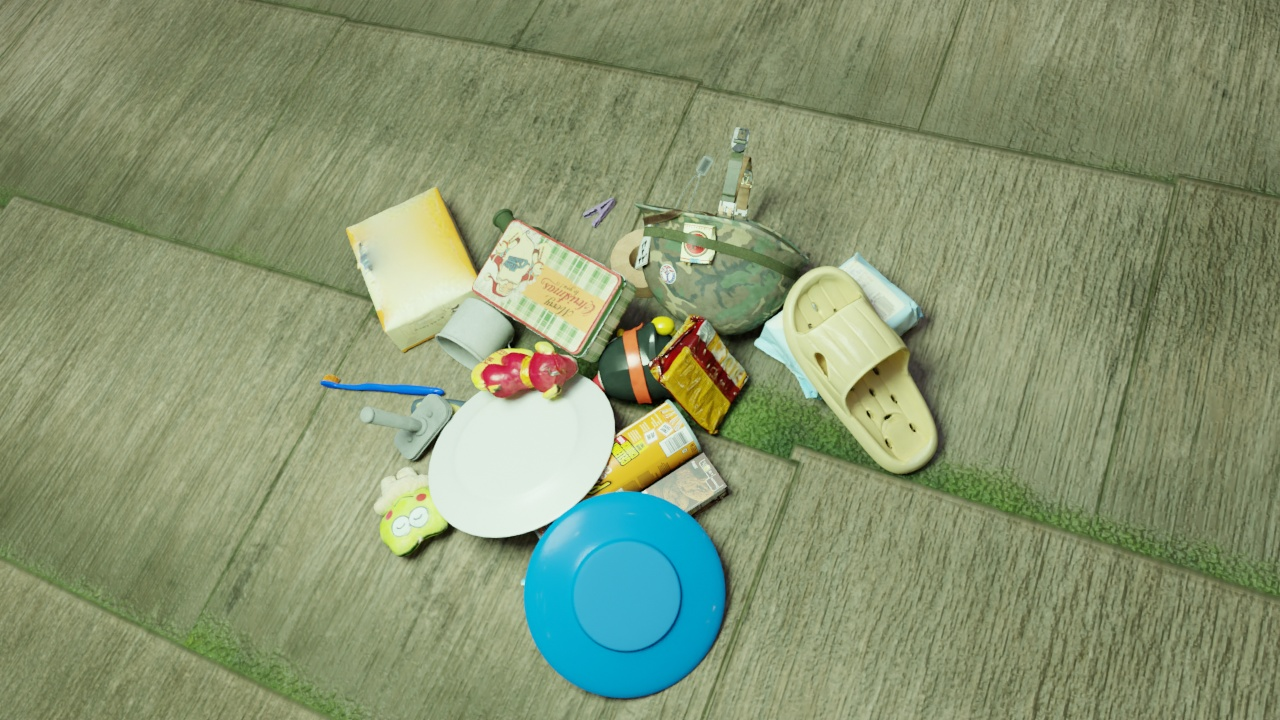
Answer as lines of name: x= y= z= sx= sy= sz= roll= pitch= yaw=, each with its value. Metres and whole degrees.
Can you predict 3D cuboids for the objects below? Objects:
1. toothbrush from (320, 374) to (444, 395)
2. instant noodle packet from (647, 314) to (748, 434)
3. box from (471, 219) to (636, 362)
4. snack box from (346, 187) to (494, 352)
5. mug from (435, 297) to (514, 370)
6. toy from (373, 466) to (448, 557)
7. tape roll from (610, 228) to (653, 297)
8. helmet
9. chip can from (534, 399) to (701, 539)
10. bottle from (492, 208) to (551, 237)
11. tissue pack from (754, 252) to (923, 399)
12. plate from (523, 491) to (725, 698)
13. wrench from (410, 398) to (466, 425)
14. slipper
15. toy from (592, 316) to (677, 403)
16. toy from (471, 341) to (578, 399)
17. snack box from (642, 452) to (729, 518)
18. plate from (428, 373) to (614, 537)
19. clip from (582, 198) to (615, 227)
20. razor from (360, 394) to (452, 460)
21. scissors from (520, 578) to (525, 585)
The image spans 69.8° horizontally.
toothbrush: x=-0.350 y=0.034 z=1.240 sx=0.183 sy=0.016 sz=0.018 roll=3 pitch=60 yaw=13
instant noodle packet: x=0.073 y=0.016 z=1.105 sx=0.040 sy=0.135 sz=0.098 roll=11 pitch=62 yaw=46
box: x=-0.111 y=-0.090 z=1.151 sx=0.205 sy=0.050 sz=0.118 roll=33 pitch=95 yaw=31
snack box: x=-0.312 y=-0.132 z=1.277 sx=0.145 sy=0.081 sz=0.195 roll=-26 pitch=62 yaw=-3
mug: x=-0.205 y=-0.024 z=1.210 sx=0.113 sy=0.084 sz=0.070 roll=36 pitch=71 yaw=-6
toy: x=-0.288 y=0.183 z=1.140 sx=0.092 sy=0.046 sz=0.115 roll=-33 pitch=55 yaw=-2
tape roll: x=0.008 y=-0.132 z=1.244 sx=0.094 sy=0.027 sz=0.093 roll=-5 pitch=64 yaw=9
helmet: x=0.098 y=-0.156 z=1.134 sx=0.224 sy=0.192 sz=0.236 roll=32 pitch=104 yaw=5
chip can: x=-0.037 y=0.136 z=1.095 sx=0.215 sy=0.075 sz=0.075 roll=-32 pitch=63 yaw=-6
bottle: x=-0.137 y=-0.131 z=1.248 sx=0.071 sy=0.071 sz=0.206 roll=-36 pitch=63 yaw=-7
tissue pack: x=0.242 y=-0.039 z=1.130 sx=0.182 sy=0.070 sz=0.112 roll=-38 pitch=64 yaw=-5
plate: x=-0.016 y=0.258 z=1.010 sx=0.224 sy=0.024 sz=0.224 roll=1 pitch=83 yaw=-5
wrench: x=-0.169 y=0.076 z=1.180 sx=0.273 sy=0.022 sz=0.073 roll=7 pitch=68 yaw=14
slipper: x=0.255 y=0.014 z=1.040 sx=0.111 sy=0.079 sz=0.261 roll=-32 pitch=92 yaw=-3
toy: x=-0.007 y=0.007 z=1.141 sx=0.119 sy=0.097 sz=0.099 roll=-12 pitch=79 yaw=4
toy: x=-0.150 y=0.014 z=1.127 sx=0.138 sy=0.067 sz=0.105 roll=0 pitch=28 yaw=31
snack box: x=0.031 y=0.172 z=1.088 sx=0.141 sy=0.032 sz=0.051 roll=-32 pitch=63 yaw=-5
plate: x=-0.148 y=0.102 z=1.106 sx=0.243 sy=0.016 sz=0.242 roll=-12 pitch=48 yaw=13
clip: x=-0.057 y=-0.208 z=1.303 sx=0.050 sy=0.014 sz=0.046 roll=-14 pitch=62 yaw=6
razor: x=-0.301 y=0.076 z=1.140 sx=0.088 sy=0.116 sz=0.047 roll=-50 pitch=62 yaw=9
scissors: x=-0.070 y=0.268 z=1.074 sx=0.134 sy=0.012 sz=0.134 roll=38 pitch=74 yaw=23
